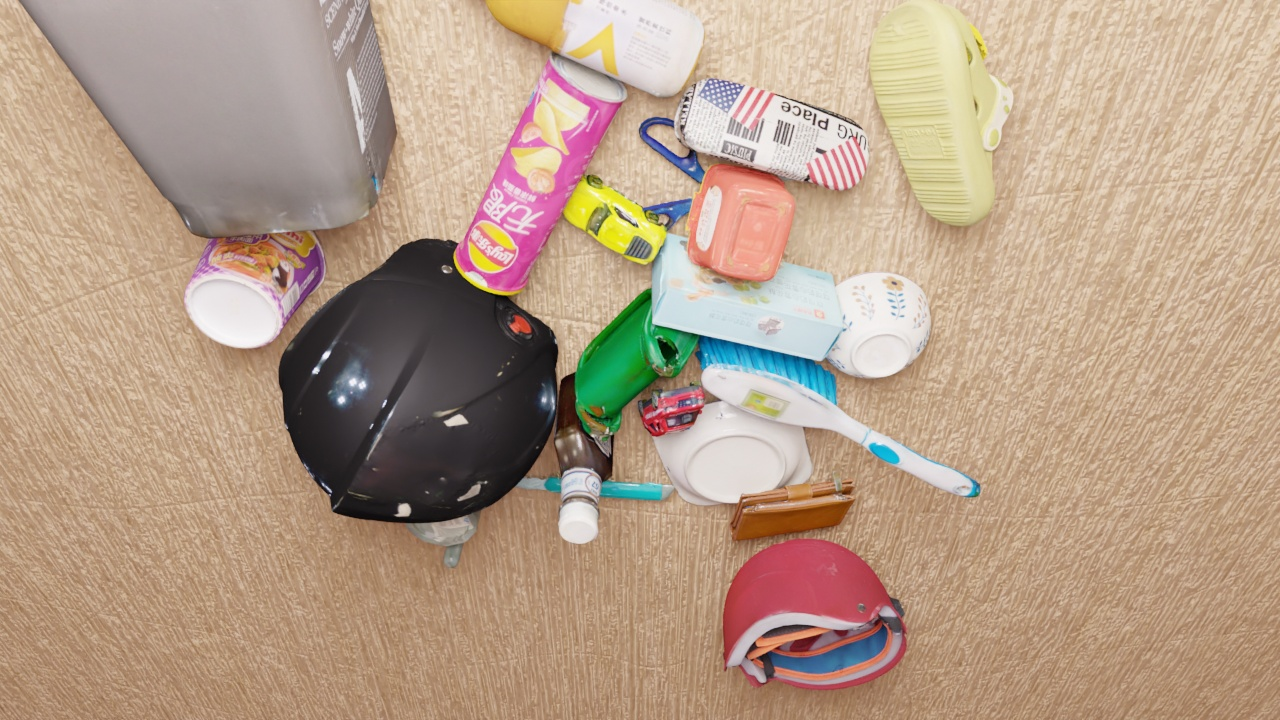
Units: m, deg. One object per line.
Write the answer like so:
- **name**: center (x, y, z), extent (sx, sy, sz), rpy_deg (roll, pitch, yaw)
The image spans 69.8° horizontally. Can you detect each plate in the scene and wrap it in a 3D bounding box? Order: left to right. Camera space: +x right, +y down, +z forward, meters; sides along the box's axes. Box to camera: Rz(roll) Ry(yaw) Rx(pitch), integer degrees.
- **plate**: center (0.105, 0.110, 1.022), extent (0.164, 0.034, 0.164), rpy_deg (-15, 128, 12)

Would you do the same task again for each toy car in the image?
- **toy car**: center (-0.028, -0.124, 0.815), extent (0.105, 0.032, 0.048), rpy_deg (34, 130, 2)
- **toy car**: center (0.032, 0.051, 0.931), extent (0.053, 0.045, 0.121), rpy_deg (-13, 170, -12)

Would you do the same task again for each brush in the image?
- **brush**: center (0.197, 0.054, 0.925), extent (0.314, 0.109, 0.061), rpy_deg (19, 125, -14)

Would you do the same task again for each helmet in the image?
- **helmet**: center (-0.194, 0.040, 0.860), extent (0.274, 0.230, 0.234), rpy_deg (11, 134, -34)
- **helmet**: center (0.207, 0.302, 1.113), extent (0.207, 0.143, 0.240), rpy_deg (-30, 137, 24)

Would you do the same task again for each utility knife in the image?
- **utility knife**: center (-0.071, 0.145, 1.067), extent (0.221, 0.013, 0.029), rpy_deg (4, 127, 2)

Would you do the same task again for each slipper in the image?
- **slipper**: center (0.249, -0.202, 0.739), extent (0.081, 0.092, 0.191), rpy_deg (-36, 119, -21)

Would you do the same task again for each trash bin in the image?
- **trash bin**: center (-0.285, -0.223, 0.661), extent (0.199, 0.198, 0.220), rpy_deg (-4, 136, 5)

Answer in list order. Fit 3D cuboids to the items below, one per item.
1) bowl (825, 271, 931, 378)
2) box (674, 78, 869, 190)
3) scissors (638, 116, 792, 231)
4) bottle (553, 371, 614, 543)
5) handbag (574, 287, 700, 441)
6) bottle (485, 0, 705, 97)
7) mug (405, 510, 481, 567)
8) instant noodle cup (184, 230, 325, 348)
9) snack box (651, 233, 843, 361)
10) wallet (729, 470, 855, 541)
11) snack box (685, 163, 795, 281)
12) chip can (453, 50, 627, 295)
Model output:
- **bowl**: center (0.229, -0.024, 0.891), extent (0.113, 0.062, 0.114), rpy_deg (0, 130, -1)
- **box**: center (0.111, -0.184, 0.747), extent (0.163, 0.081, 0.075), rpy_deg (15, 113, -9)
- **scissors**: center (0.051, -0.152, 0.820), extent (0.176, 0.012, 0.162), rpy_deg (-23, 126, 17)
- **bottle**: center (-0.056, 0.094, 0.907), extent (0.044, 0.194, 0.080), rpy_deg (-21, 126, 17)
- **handbag**: center (-0.005, 0.005, 0.882), extent (0.068, 0.120, 0.132), rpy_deg (37, 123, -19)
- **bottle**: center (-0.046, -0.263, 0.692), extent (0.189, 0.067, 0.068), rpy_deg (19, 127, -14)
- **mug**: center (-0.209, 0.155, 1.020), extent (0.084, 0.103, 0.124), rpy_deg (0, 128, 2)
- **instant noodle cup**: center (-0.357, -0.071, 0.840), extent (0.111, 0.099, 0.112), rpy_deg (2, 130, 2)
- **snack box**: center (0.097, -0.058, 0.848), extent (0.174, 0.074, 0.052), rpy_deg (12, 135, -12)
- **wallet**: center (0.173, 0.169, 1.039), extent (0.130, 0.035, 0.119), rpy_deg (-7, 146, -7)
- **snack box**: center (0.085, -0.114, 0.778), extent (0.082, 0.080, 0.091), rpy_deg (10, 108, -12)
- **chip can**: center (-0.089, -0.155, 0.781), extent (0.071, 0.071, 0.211), rpy_deg (22, 126, -17)
